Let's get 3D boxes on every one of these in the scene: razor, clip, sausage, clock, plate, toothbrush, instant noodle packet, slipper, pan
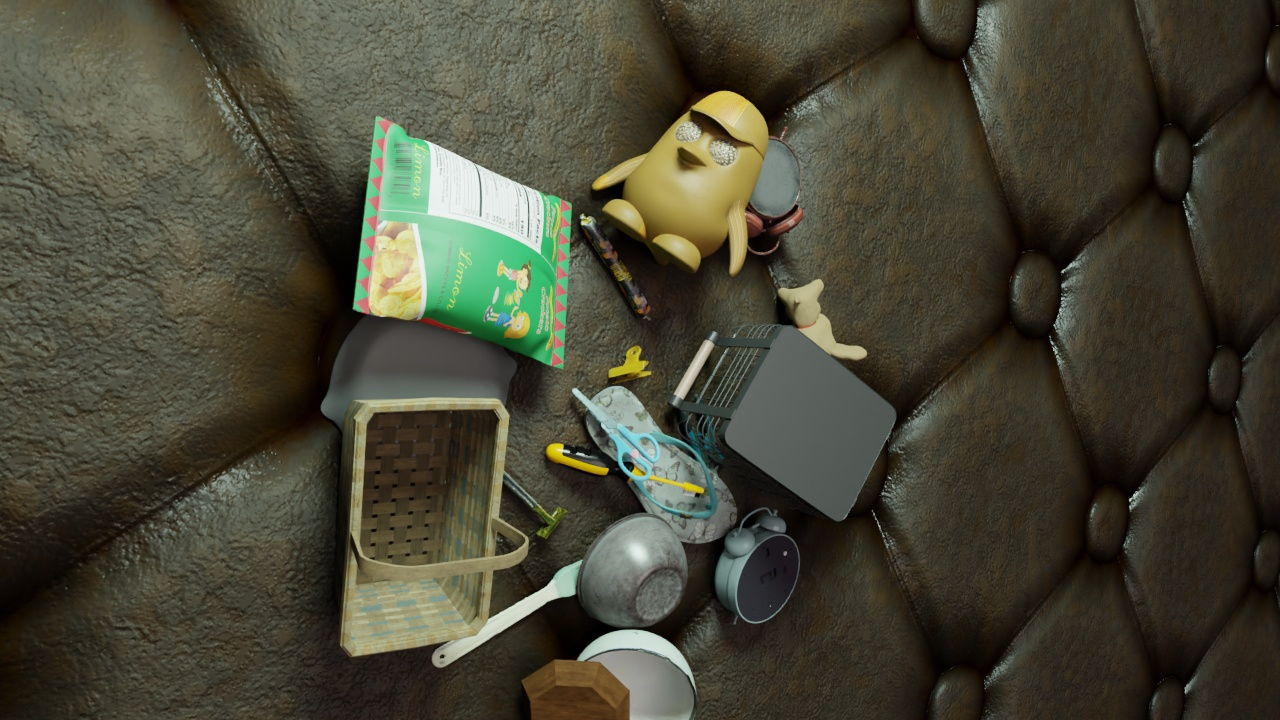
[{"bbox_3d":[-0.131,0.155,1.039,0.042,0.026,0.106,-49,113,-18],"label":"razor"},{"bbox_3d":[-0.005,0.011,1.101,0.039,0.053,0.047,59,35,-23],"label":"clip"},{"bbox_3d":[-0.028,-0.109,1.086,0.020,0.020,0.155,-43,115,-23],"label":"sausage"},{"bbox_3d":[0.153,0.268,1.205,0.122,0.045,0.159,-19,113,-36],"label":"clock"},{"bbox_3d":[-0.075,0.398,1.043,0.131,0.025,0.131,2,115,4],"label":"plate"},{"bbox_3d":[-0.016,0.130,1.076,0.196,0.031,0.031,16,114,-14],"label":"toothbrush"},{"bbox_3d":[-0.168,-0.112,0.935,0.252,0.091,0.195,17,68,-44],"label":"instant noodle packet"},{"bbox_3d":[0.146,-0.213,1.161,0.120,0.072,0.158,-9,98,-33],"label":"clock"},{"bbox_3d":[0.029,0.143,1.119,0.098,0.055,0.269,-47,115,-7],"label":"slipper"},{"bbox_3d":[-0.232,-0.034,0.954,0.216,0.024,0.354,-14,101,-32],"label":"pan"}]

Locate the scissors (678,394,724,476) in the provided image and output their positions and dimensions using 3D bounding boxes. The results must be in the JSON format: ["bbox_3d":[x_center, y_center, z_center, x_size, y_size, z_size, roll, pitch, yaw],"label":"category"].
[{"bbox_3d":[0.087,0.110,1.180,0.129,0.019,0.137,24,82,-33],"label":"scissors"}]

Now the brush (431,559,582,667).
[{"bbox_3d":[-0.140,0.287,1.049,0.217,0.012,0.033,-26,107,-28],"label":"brush"}]

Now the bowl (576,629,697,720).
[{"bbox_3d":[-0.009,0.378,1.083,0.153,0.072,0.154,2,114,4],"label":"bowl"}]

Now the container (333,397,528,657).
[{"bbox_3d":[-0.205,0.158,0.870,0.157,0.186,0.250,0,103,-33],"label":"container"}]

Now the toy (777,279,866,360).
[{"bbox_3d":[0.221,-0.046,1.216,0.105,0.134,0.108,-53,128,-68],"label":"toy"}]

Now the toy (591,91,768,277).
[{"bbox_3d":[0.067,-0.213,1.049,0.198,0.162,0.203,34,89,9],"label":"toy"}]

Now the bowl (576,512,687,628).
[{"bbox_3d":[0.003,0.260,1.086,0.144,0.067,0.145,-14,116,-31],"label":"bowl"}]

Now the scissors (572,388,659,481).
[{"bbox_3d":[-0.029,0.078,1.067,0.138,0.015,0.063,50,57,-8],"label":"scissors"}]

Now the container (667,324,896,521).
[{"bbox_3d":[0.175,0.074,1.132,0.241,0.130,0.162,36,77,-23],"label":"container"}]
